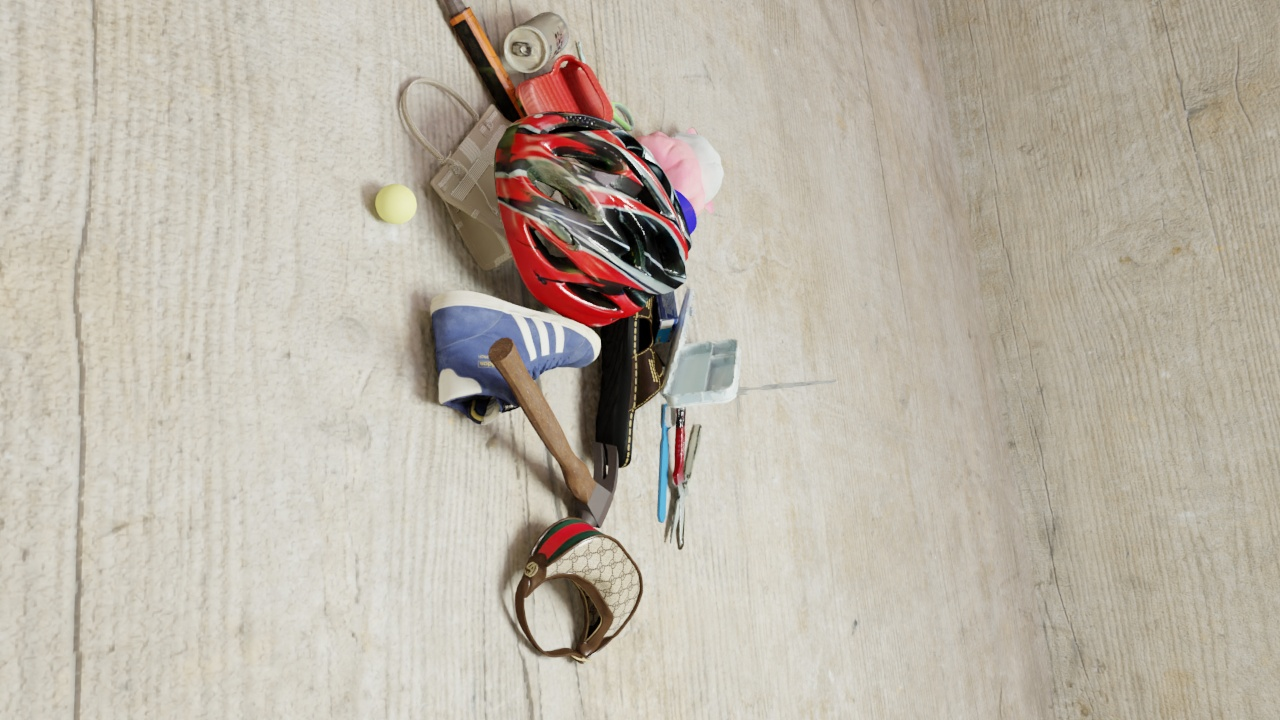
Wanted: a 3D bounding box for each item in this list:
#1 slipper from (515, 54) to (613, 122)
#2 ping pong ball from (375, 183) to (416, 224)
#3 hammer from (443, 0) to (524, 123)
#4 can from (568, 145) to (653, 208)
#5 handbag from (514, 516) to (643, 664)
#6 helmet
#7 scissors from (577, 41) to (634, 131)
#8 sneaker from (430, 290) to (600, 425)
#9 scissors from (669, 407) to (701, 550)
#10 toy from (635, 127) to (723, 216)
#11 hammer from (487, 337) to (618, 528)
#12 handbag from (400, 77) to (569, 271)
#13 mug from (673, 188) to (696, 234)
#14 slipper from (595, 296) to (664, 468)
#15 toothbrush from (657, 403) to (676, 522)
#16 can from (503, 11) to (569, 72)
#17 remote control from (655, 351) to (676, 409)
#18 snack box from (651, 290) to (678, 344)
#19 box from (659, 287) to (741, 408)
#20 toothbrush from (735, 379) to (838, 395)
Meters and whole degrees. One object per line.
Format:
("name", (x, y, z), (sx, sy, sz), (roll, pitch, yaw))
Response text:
("slipper", (-0.080, -0.334, 1.161), (0.103, 0.059, 0.248), (63, 24, -9))
("ping pong ball", (-0.245, -0.156, 0.918), (0.040, 0.040, 0.040), (25, 59, -49))
("hammer", (-0.203, -0.377, 1.064), (0.314, 0.035, 0.137), (60, 35, -23))
("can", (-0.035, -0.235, 1.218), (0.078, 0.078, 0.135), (61, 36, -21))
("handbag", (-0.069, 0.257, 0.999), (0.138, 0.063, 0.166), (-47, 132, -20))
("helmet", (-0.051, -0.158, 1.011), (0.272, 0.167, 0.217), (41, 50, -48))
("scissors", (-0.062, -0.358, 1.280), (0.171, 0.023, 0.167), (24, 65, -45))
("sneaker", (-0.124, 0.016, 0.985), (0.232, 0.092, 0.118), (22, 56, -50))
("scissors", (0.060, 0.151, 1.264), (0.178, 0.015, 0.187), (-46, 130, -61))
("toy", (0.066, -0.281, 1.362), (0.142, 0.084, 0.212), (66, 23, 0))
("hammer", (-0.088, 0.084, 0.969), (0.323, 0.033, 0.115), (67, 40, -50))
("handbag", (-0.188, -0.232, 1.031), (0.198, 0.062, 0.175), (46, 43, -24))
("mug", (0.009, -0.176, 1.232), (0.083, 0.111, 0.079), (-49, 122, -32))
("slipper", (-0.007, 0.007, 1.151), (0.075, 0.113, 0.267), (11, 68, -20))
("toothbrush", (0.036, 0.137, 1.244), (0.016, 0.014, 0.166), (31, 55, -47))
("can", (-0.126, -0.396, 1.136), (0.054, 0.054, 0.135), (61, 20, -21))
("remote control", (0.033, 0.025, 1.284), (0.124, 0.009, 0.046), (49, 42, -34))
("snack box", (0.028, -0.075, 1.223), (0.150, 0.027, 0.082), (104, -22, -81))
("box", (0.071, -0.028, 1.230), (0.215, 0.107, 0.125), (-71, 149, -70))
("toothbrush", (0.215, 0.041, 1.388), (0.010, 0.182, 0.010), (42, 51, -44))
